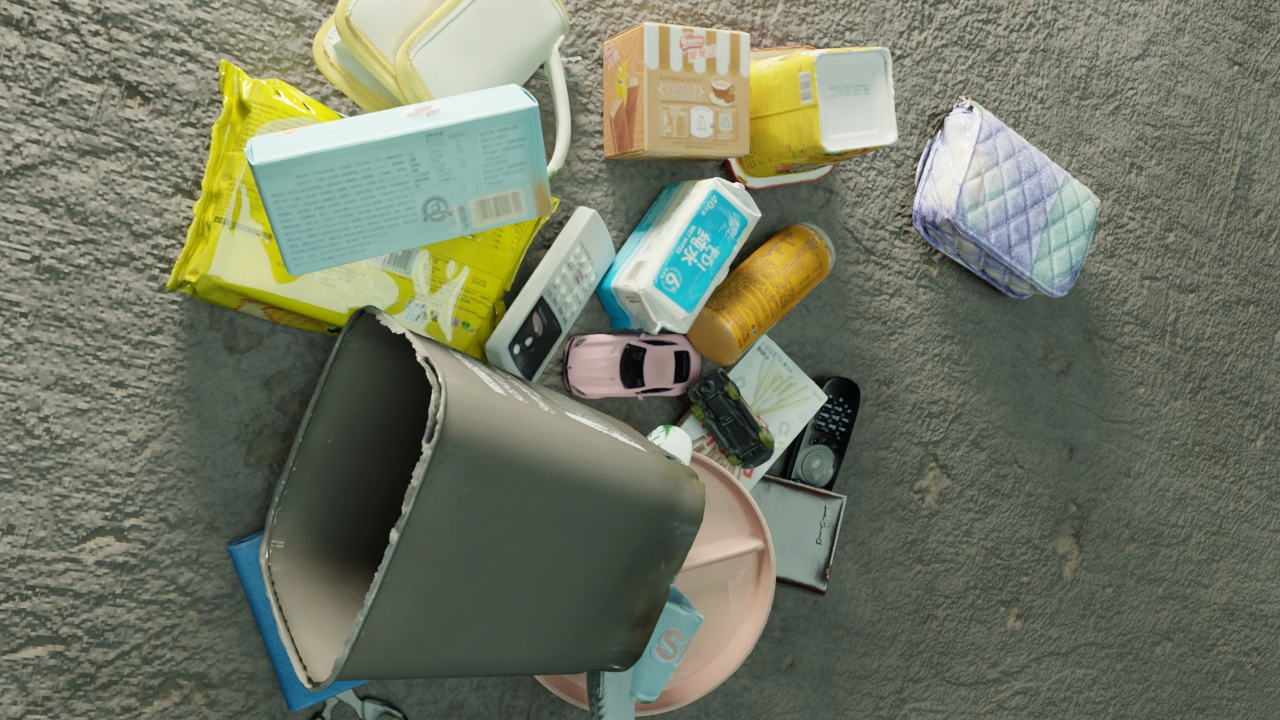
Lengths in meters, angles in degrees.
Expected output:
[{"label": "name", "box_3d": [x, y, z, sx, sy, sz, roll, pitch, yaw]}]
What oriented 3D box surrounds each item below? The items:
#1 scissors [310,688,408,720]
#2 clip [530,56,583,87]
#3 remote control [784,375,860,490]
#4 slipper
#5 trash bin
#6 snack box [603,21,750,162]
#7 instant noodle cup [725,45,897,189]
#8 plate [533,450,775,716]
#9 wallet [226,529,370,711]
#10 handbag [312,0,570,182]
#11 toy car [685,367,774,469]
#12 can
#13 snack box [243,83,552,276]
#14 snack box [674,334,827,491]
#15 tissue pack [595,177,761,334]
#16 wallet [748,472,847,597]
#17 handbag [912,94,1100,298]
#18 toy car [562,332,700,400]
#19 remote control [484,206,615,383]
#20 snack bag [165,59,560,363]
[{"label": "scissors", "box_3d": [-0.229, 0.250, 0.695, 0.159, 0.014, 0.173, 36, 79, -24]}, {"label": "clip", "box_3d": [-0.071, -0.225, 0.706, 0.056, 0.024, 0.029, -3, 93, -27]}, {"label": "remote control", "box_3d": [0.167, 0.080, 0.858, 0.053, 0.024, 0.136, 18, 92, -21]}, {"label": "slipper", "box_3d": [0.011, 0.172, 0.697, 0.074, 0.104, 0.245, 13, 85, -9]}, {"label": "trash bin", "box_3d": [-0.099, 0.097, 0.601, 0.219, 0.199, 0.199, 19, 97, -35]}, {"label": "snack box", "box_3d": [0.027, -0.208, 0.726, 0.092, 0.077, 0.094, -4, 99, -25]}, {"label": "instant noodle cup", "box_3d": [0.139, -0.205, 0.754, 0.116, 0.124, 0.116, -12, 101, -24]}, {"label": "plate", "box_3d": [-0.002, 0.179, 0.759, 0.229, 0.028, 0.229, -1, 94, -10]}, {"label": "wallet", "box_3d": [-0.225, 0.176, 0.670, 0.106, 0.040, 0.133, -19, 99, -17]}, {"label": "handbag", "box_3d": [-0.108, -0.208, 0.634, 0.178, 0.063, 0.163, 43, 60, -16]}, {"label": "toy car", "box_3d": [0.077, 0.049, 0.767, 0.042, 0.035, 0.090, -32, 98, 21]}, {"label": "can", "box_3d": [0.102, -0.059, 0.777, 0.145, 0.058, 0.058, -41, 112, -29]}, {"label": "snack box", "box_3d": [-0.145, -0.114, 0.570, 0.174, 0.051, 0.074, -17, 126, -16]}, {"label": "snack box", "box_3d": [0.085, 0.060, 0.805, 0.084, 0.027, 0.156, 45, 76, -8]}, {"label": "tissue pack", "box_3d": [0.029, -0.082, 0.736, 0.063, 0.090, 0.140, 38, 79, -24]}, {"label": "wallet", "box_3d": [0.122, 0.154, 0.832, 0.122, 0.020, 0.096, 17, 87, -12]}, {"label": "handbag", "box_3d": [0.353, -0.150, 0.893, 0.193, 0.076, 0.134, 26, 80, -27]}, {"label": "toy car", "box_3d": [-0.005, 0.004, 0.760, 0.122, 0.037, 0.056, -2, 95, -25]}, {"label": "remote control", "box_3d": [-0.065, -0.047, 0.700, 0.149, 0.021, 0.058, -60, 148, -24]}, {"label": "snack bag", "box_3d": [-0.188, -0.085, 0.643, 0.246, 0.068, 0.158, 18, 89, -27]}]
